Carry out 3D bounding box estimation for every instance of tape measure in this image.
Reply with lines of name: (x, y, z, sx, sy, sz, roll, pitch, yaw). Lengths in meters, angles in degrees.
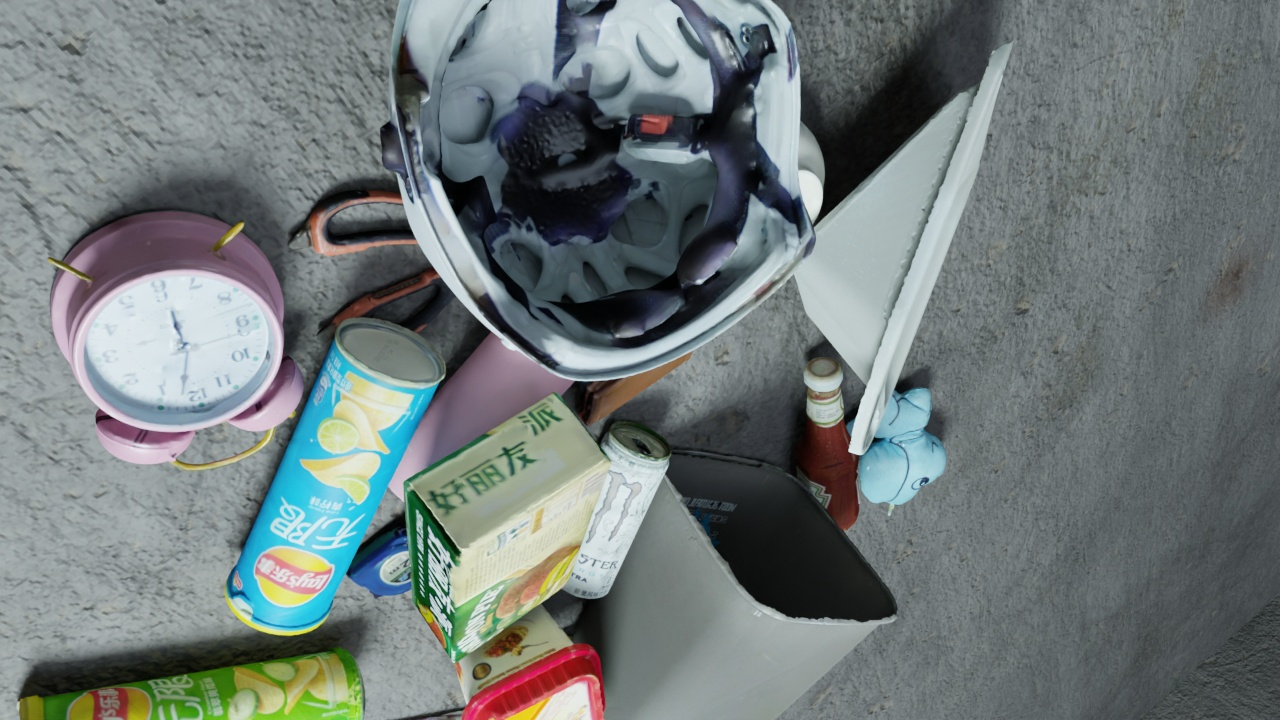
tape measure: (-0.187, 0.152, 0.695, 0.058, 0.025, 0.054, -36, 136, -3)

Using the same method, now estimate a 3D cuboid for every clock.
clock: (-0.253, -0.002, 0.514, 0.117, 0.060, 0.159, -18, 131, -23)

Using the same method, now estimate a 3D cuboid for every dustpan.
dustpan: (0.218, -0.061, 0.704, 0.258, 0.142, 0.222, -40, 163, 4)

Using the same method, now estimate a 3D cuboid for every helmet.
helmet: (-0.035, -0.124, 0.514, 0.228, 0.146, 0.259, -29, 107, -20)

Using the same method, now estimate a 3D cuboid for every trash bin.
trash bin: (0.066, 0.226, 0.821, 0.198, 0.198, 0.220, 13, 119, -38)

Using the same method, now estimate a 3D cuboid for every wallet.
wallet: (-0.004, 0.004, 0.677, 0.101, 0.032, 0.125, -37, 171, -12)

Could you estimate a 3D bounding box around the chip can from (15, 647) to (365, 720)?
chip can: (-0.309, 0.255, 0.650, 0.220, 0.072, 0.073, 2, 119, -36)

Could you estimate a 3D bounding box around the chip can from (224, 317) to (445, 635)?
chip can: (-0.198, 0.077, 0.588, 0.071, 0.071, 0.211, 11, 118, -40)

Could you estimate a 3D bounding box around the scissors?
scissors: (-0.114, -0.063, 0.600, 0.213, 0.015, 0.197, -46, 135, 0)

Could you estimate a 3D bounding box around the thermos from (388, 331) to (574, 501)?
thermos: (-0.089, 0.022, 0.620, 0.199, 0.087, 0.067, -46, 119, 8)

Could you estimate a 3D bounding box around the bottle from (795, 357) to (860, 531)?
bottle: (0.179, 0.083, 0.880, 0.059, 0.060, 0.206, -27, 132, -17)

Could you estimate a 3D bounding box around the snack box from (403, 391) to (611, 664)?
snack box: (-0.097, 0.126, 0.639, 0.114, 0.063, 0.241, -31, 160, -26)

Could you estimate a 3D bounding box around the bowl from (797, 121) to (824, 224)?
bowl: (0.088, -0.122, 0.662, 0.116, 0.066, 0.117, -19, 130, -24)

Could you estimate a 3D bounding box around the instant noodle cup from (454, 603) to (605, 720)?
instant noodle cup: (-0.103, 0.260, 0.761, 0.116, 0.124, 0.116, -21, 130, -22)

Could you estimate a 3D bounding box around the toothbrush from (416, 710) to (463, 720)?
toothbrush: (-0.191, 0.331, 0.827, 0.187, 0.016, 0.017, 6, 125, -37)

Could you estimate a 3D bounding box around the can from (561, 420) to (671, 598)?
can: (-0.027, 0.126, 0.765, 0.058, 0.058, 0.147, 6, 117, -38)

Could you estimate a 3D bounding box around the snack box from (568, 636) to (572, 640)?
snack box: (-0.046, 0.319, 0.912, 0.156, 0.026, 0.086, 23, 106, -42)

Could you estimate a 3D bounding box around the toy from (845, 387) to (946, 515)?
toy: (0.266, 0.095, 0.956, 0.161, 0.050, 0.156, 1, 120, -27)
